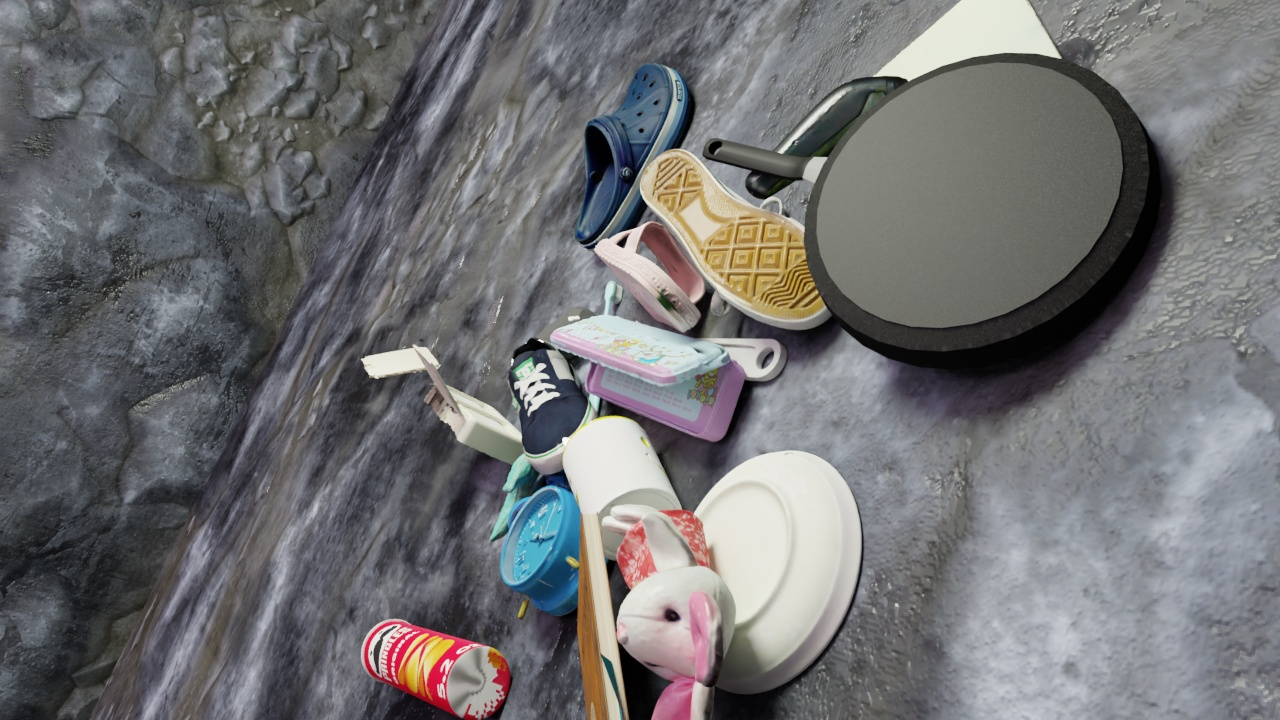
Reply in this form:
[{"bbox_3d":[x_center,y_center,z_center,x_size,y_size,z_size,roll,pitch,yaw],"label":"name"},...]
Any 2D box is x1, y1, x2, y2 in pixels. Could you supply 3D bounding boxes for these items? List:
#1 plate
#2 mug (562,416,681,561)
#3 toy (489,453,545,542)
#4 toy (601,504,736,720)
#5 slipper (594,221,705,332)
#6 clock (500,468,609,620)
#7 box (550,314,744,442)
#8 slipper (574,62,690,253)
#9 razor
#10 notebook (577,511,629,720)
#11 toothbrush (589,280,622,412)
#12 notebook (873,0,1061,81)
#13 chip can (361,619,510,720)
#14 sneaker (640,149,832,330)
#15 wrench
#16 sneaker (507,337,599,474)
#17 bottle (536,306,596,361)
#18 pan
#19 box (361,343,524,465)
[{"bbox_3d":[0.078,0.146,0.669,0.183,0.034,0.182,-38,37,35],"label":"plate"},{"bbox_3d":[-0.017,0.110,0.798,0.083,0.082,0.106,-52,32,15],"label":"mug"},{"bbox_3d":[-0.127,0.138,0.965,0.084,0.033,0.105,-52,-14,-50],"label":"toy"},{"bbox_3d":[0.020,0.166,0.623,0.194,0.084,0.159,-109,25,-52],"label":"toy"},{"bbox_3d":[0.019,-0.085,0.884,0.064,0.094,0.239,-42,18,0],"label":"slipper"},{"bbox_3d":[-0.082,0.164,0.875,0.117,0.060,0.161,-47,30,24],"label":"clock"},{"bbox_3d":[0.005,0.003,0.842,0.077,0.096,0.214,-48,31,-16],"label":"box"},{"bbox_3d":[-0.022,-0.254,1.110,0.105,0.095,0.252,9,76,62],"label":"slipper"},{"bbox_3d":[0.155,-0.178,0.750,0.151,0.067,0.054,-37,-8,3],"label":"razor"},{"bbox_3d":[-0.026,0.249,0.660,0.248,0.014,0.179,-103,14,-50],"label":"notebook"},{"bbox_3d":[-0.040,-0.010,1.005,0.016,0.016,0.180,-24,47,44],"label":"toothbrush"},{"bbox_3d":[0.243,-0.186,0.722,0.182,0.010,0.252,-38,36,35],"label":"notebook"},{"bbox_3d":[-0.215,0.313,0.943,0.221,0.069,0.069,-11,56,53],"label":"chip can"},{"bbox_3d":[0.091,-0.099,0.811,0.118,0.088,0.241,-44,53,5],"label":"sneaker"},{"bbox_3d":[0.037,0.006,0.870,0.274,0.018,0.086,5,69,57],"label":"wrench"},{"bbox_3d":[-0.100,0.038,0.939,0.084,0.079,0.235,-35,22,3],"label":"sneaker"},{"bbox_3d":[-0.092,-0.022,1.061,0.113,0.047,0.046,-33,40,40],"label":"bottle"},{"bbox_3d":[0.169,-0.126,0.651,0.357,0.034,0.225,26,86,41],"label":"pan"},{"bbox_3d":[-0.214,0.039,1.050,0.143,0.191,0.069,30,89,54],"label":"box"}]
